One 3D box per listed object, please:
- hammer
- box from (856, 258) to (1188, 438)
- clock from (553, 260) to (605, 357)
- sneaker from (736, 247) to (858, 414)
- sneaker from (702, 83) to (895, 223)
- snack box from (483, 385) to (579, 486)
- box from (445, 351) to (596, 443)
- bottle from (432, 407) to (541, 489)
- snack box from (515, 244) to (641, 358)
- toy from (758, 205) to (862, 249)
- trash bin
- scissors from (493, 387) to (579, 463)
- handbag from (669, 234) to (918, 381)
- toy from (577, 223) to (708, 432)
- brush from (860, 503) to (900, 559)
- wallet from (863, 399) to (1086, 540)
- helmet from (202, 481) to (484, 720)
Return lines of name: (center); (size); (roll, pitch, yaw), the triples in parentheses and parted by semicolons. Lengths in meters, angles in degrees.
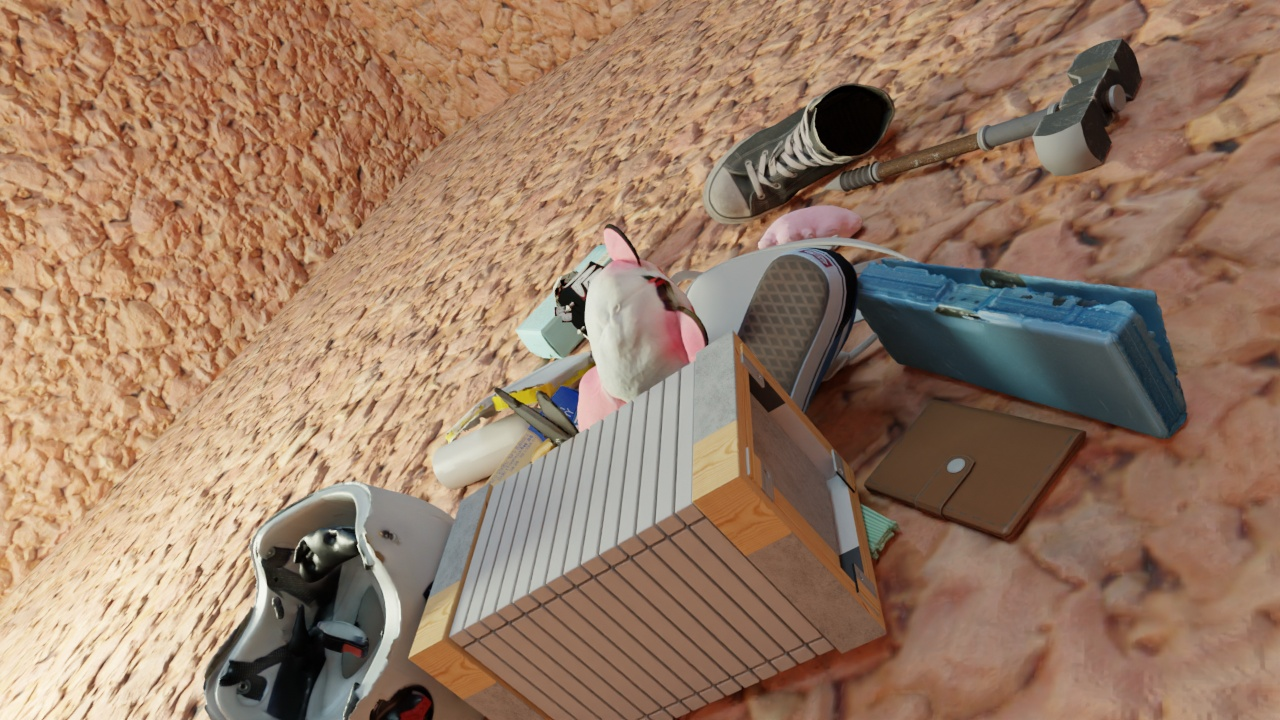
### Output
hammer: (0.303, -0.206, 0.895); (0.323, 0.043, 0.155); (-8, 39, 52)
box: (0.237, -0.018, 0.600); (0.048, 0.093, 0.232); (-47, 25, -10)
clock: (-0.049, -0.047, 1.018); (0.065, 0.114, 0.155); (-47, 23, -16)
sneaker: (0.099, 0.028, 0.690); (0.098, 0.083, 0.242); (-12, -48, -55)
sneaker: (0.171, -0.227, 1.017); (0.235, 0.095, 0.119); (-24, 6, 14)
snack box: (-0.104, 0.119, 0.858); (0.057, 0.056, 0.206); (23, 58, 20)
box: (-0.124, 0.034, 0.993); (0.130, 0.038, 0.209); (-27, 4, 16)
bottle: (-0.138, 0.086, 0.991); (0.196, 0.052, 0.052); (-25, 28, 28)
snack box: (-0.076, -0.078, 1.183); (0.174, 0.053, 0.075); (-48, 26, -21)
toy: (0.163, -0.127, 0.925); (0.103, 0.050, 0.093); (-10, 11, 44)
trash bin: (0.004, 0.128, 0.595); (0.247, 0.142, 0.142); (-33, 25, 23)
scissors: (-0.061, 0.065, 0.701); (0.162, 0.225, 0.016); (-1, 65, 32)
handbag: (0.136, -0.055, 0.807); (0.223, 0.095, 0.215); (-19, 36, 27)
toy: (-0.004, 0.004, 0.746); (0.084, 0.214, 0.142); (-11, 54, -21)
brush: (0.105, 0.103, 0.676); (0.033, 0.012, 0.218); (-47, 24, -15)
wallet: (0.210, 0.065, 0.590); (0.087, 0.013, 0.121); (-47, 26, -15)
helmet: (-0.198, 0.231, 0.685); (0.237, 0.163, 0.263); (-17, 61, 43)
